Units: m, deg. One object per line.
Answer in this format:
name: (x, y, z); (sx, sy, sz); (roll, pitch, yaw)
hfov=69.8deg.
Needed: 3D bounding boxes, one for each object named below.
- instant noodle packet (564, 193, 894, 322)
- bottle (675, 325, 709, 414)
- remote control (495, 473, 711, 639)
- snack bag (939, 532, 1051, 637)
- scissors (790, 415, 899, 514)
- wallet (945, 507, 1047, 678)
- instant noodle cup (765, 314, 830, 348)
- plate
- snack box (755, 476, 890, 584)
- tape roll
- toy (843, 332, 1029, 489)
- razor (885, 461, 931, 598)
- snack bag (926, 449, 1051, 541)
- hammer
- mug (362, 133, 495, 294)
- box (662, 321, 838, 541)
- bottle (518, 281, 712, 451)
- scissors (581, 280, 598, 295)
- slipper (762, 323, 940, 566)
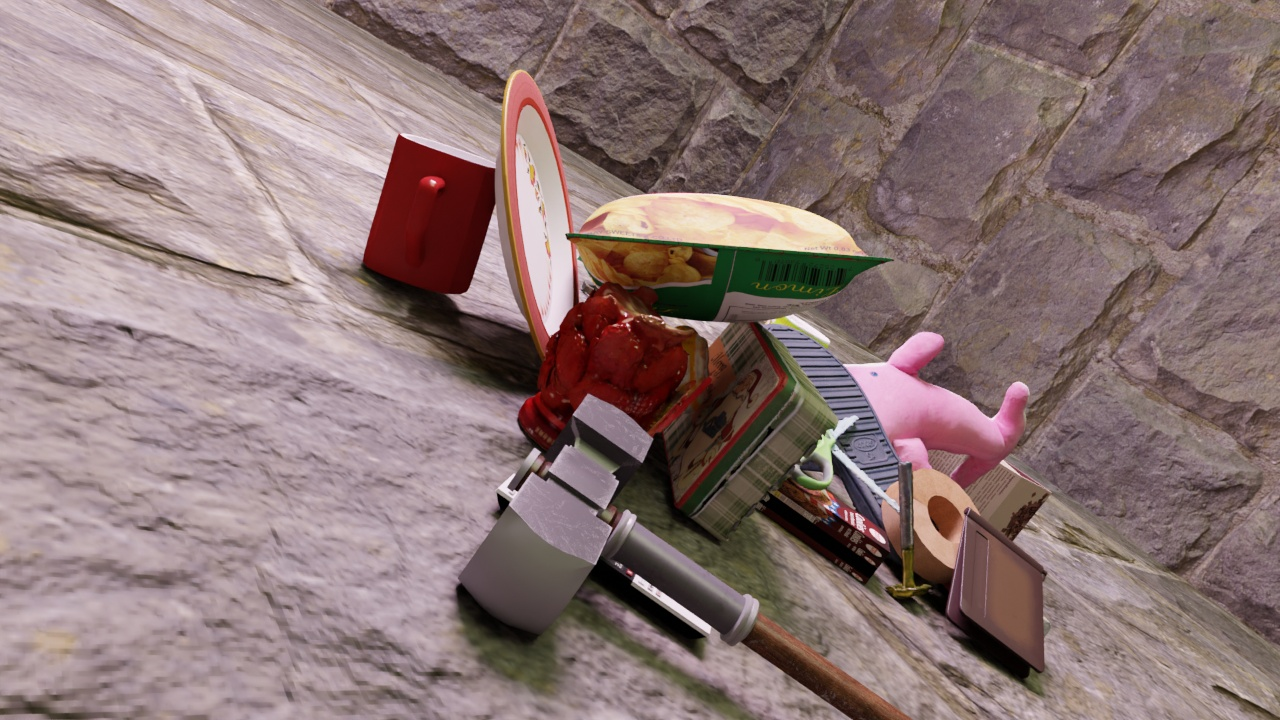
instant noodle packet: (0.048, -0.074, 0.666); (0.195, 0.090, 0.252); (4, 3, -2)
bottle: (-0.006, 0.008, 0.651); (0.108, 0.063, 0.063); (-2, 10, 8)
remote control: (-0.018, 0.098, 0.455); (0.124, 0.012, 0.028); (34, 12, 3)
snack bag: (0.289, 0.180, 0.864); (0.077, 0.041, 0.225); (30, 11, -22)
scissors: (0.154, 0.065, 0.763); (0.172, 0.021, 0.171); (41, 26, 14)
wallet: (0.292, 0.186, 0.742); (0.091, 0.018, 0.115); (38, 44, -6)
instant noodle cup: (0.156, 0.004, 1.046); (0.099, 0.108, 0.098); (31, 12, -8)
plate: (-0.079, -0.099, 0.693); (0.021, 0.230, 0.229); (-6, 10, 6)
snack box: (0.125, 0.113, 0.718); (0.141, 0.032, 0.051); (35, 12, 6)
tape roll: (0.250, 0.140, 0.778); (0.094, 0.027, 0.093); (20, 49, -24)
toy: (0.294, 0.075, 0.986); (0.265, 0.187, 0.127); (15, 32, -13)
razor: (0.210, 0.133, 0.725); (0.026, 0.106, 0.042); (-5, -11, 35)
snack bag: (0.395, 0.149, 1.119); (0.206, 0.094, 0.069); (31, 13, -12)
hammer: (0.077, 0.142, 0.423); (0.322, 0.043, 0.155); (35, 22, -1)
mug: (-0.152, -0.104, 0.664); (0.080, 0.097, 0.116); (19, 12, -5)
box: (0.067, 0.038, 0.663); (0.050, 0.118, 0.205); (41, 12, -11)
bottle: (-0.013, 0.011, 0.571); (0.099, 0.111, 0.099); (31, 12, -8)
scissors: (-0.003, -0.056, 1.086); (0.132, 0.013, 0.169); (40, 17, 22)
slipper: (0.177, 0.084, 0.857); (0.101, 0.083, 0.263); (-6, 58, -42)
